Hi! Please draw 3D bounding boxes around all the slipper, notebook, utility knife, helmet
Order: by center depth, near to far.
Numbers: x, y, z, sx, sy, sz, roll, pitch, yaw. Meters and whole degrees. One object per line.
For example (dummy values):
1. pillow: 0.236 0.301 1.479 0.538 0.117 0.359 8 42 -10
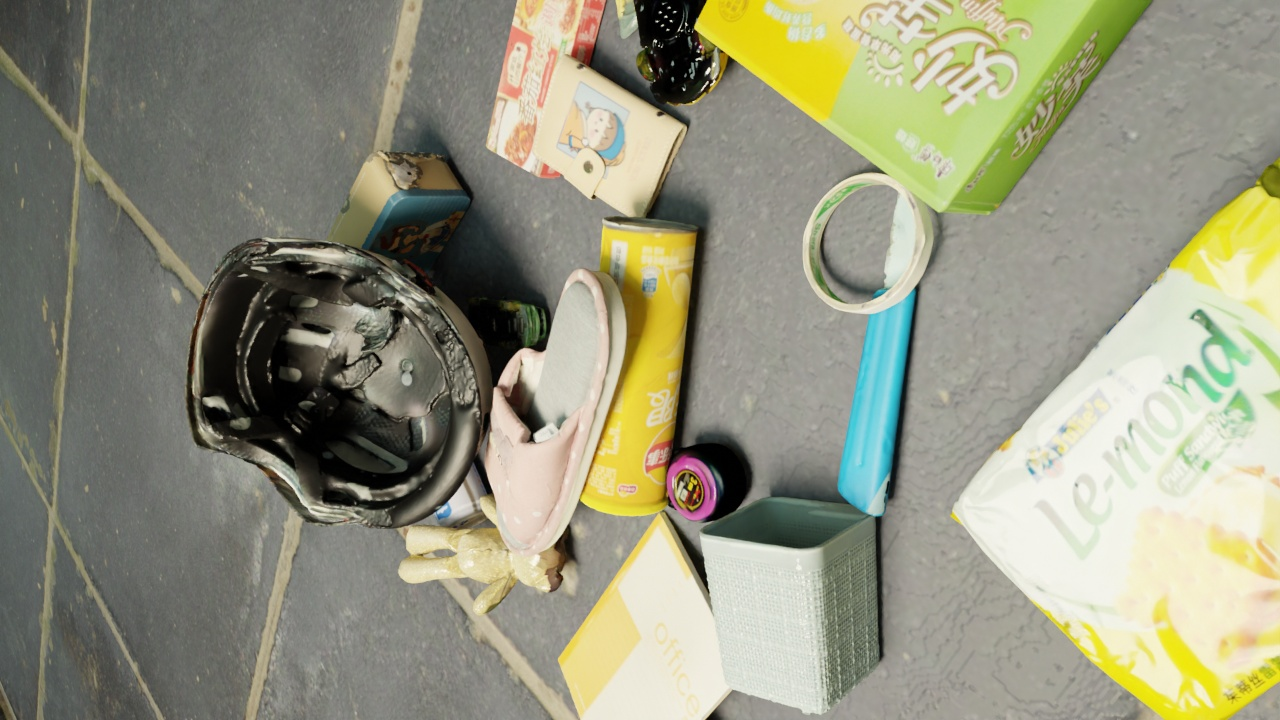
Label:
1. utility knife: 0.153 -0.012 0.568 0.034 0.018 0.218 17 104 44
2. utility knife: -0.014 -0.348 0.671 0.031 0.022 0.216 -2 91 37
3. slipper: -0.077 0.048 0.684 0.275 0.054 0.114 -65 36 39
4. notebook: 0.000 0.242 0.730 0.207 0.010 0.145 -59 43 32
5. helmet: -0.237 0.011 0.788 0.274 0.156 0.230 21 103 9

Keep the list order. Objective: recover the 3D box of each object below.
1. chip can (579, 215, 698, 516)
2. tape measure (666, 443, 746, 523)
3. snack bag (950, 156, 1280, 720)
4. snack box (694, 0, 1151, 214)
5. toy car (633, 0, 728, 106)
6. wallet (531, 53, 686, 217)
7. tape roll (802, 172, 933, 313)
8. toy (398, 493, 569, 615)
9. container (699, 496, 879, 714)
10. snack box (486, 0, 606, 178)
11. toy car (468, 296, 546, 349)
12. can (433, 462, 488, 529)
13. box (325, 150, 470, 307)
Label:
1. chip can: -0.004 0.004 0.678 0.072 0.071 0.213 17 108 39
2. tape measure: 0.048 0.088 0.667 0.058 0.039 0.057 15 107 45
3. snack bag: 0.278 0.050 0.432 0.158 0.068 0.247 47 125 26
4. snack box: 0.148 -0.202 0.506 0.210 0.069 0.158 47 124 27
5. toy car: 0.024 -0.250 0.630 0.071 0.041 0.156 -12 87 43
6. wallet: -0.028 -0.165 0.693 0.115 0.024 0.087 35 118 16
7. tape roll: 0.138 -0.071 0.564 0.086 0.013 0.085 -7 81 46
8. toy: -0.139 0.172 0.806 0.157 0.066 0.105 -2 62 15
9. container: 0.101 0.157 0.599 0.090 0.089 0.111 0 100 42
10. snack box: -0.078 -0.231 0.737 0.075 0.025 0.153 35 119 33
11. toy car: -0.119 -0.033 0.799 0.091 0.036 0.043 8 105 44
12. can: -0.189 0.095 0.873 0.053 0.053 0.134 -39 71 39
13. box: -0.239 -0.112 0.862 0.062 0.089 0.185 56 131 20
